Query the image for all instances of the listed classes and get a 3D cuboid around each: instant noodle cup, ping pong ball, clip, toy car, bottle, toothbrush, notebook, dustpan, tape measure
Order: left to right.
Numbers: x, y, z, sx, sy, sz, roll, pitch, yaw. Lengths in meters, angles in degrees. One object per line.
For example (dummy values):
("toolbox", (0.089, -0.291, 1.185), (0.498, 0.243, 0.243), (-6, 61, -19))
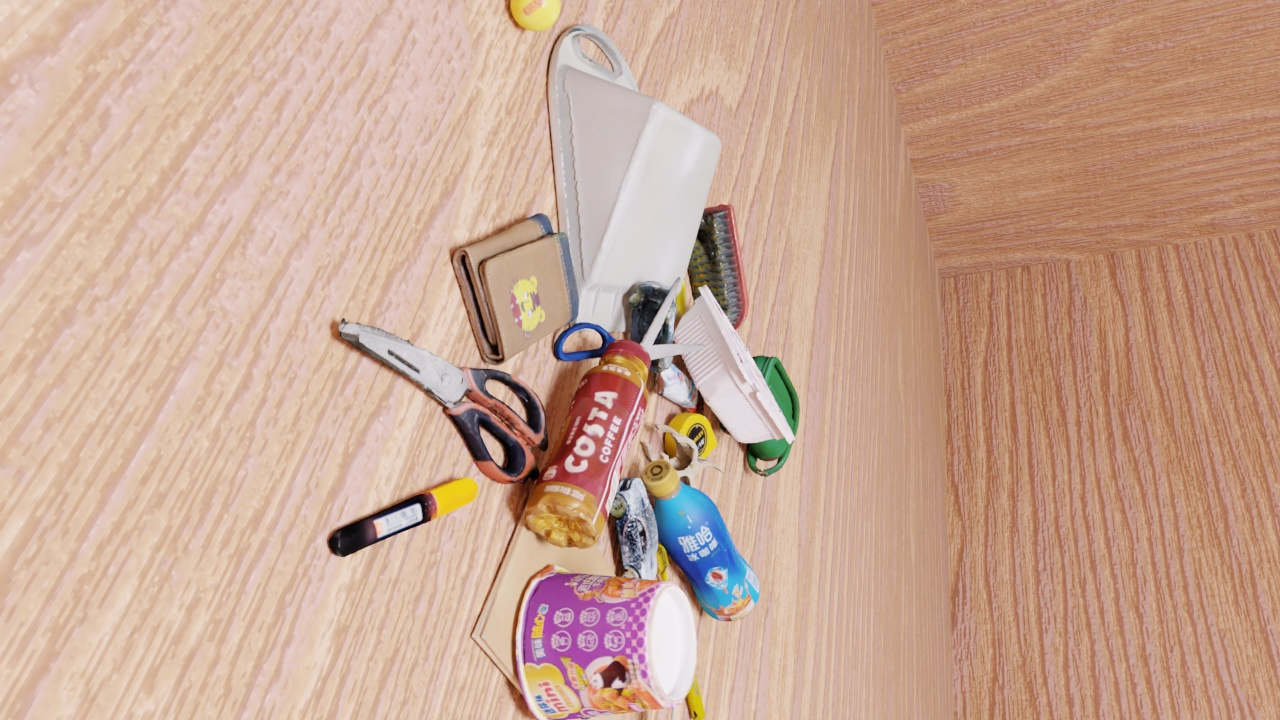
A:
("ping pong ball", (-0.085, -0.287, 0.741), (0.040, 0.040, 0.040), (-7, 90, -65))
("notebook", (-0.052, 0.207, 0.711), (0.149, 0.012, 0.211), (-72, 146, -45))
("bottle", (-0.033, 0.057, 0.702), (0.057, 0.058, 0.174), (62, 35, -37))
("dustpan", (-0.028, -0.172, 0.871), (0.222, 0.143, 0.258), (-3, 115, -65))
("instant noodle cup", (-0.020, 0.201, 0.650), (0.111, 0.099, 0.111), (29, 57, -59))
("toy car", (-0.002, 0.154, 0.803), (0.048, 0.031, 0.105), (-24, 106, -73))
("toy car", (0.013, -0.031, 0.853), (0.034, 0.043, 0.091), (-46, 145, -53))
("toothbrush", (0.034, 0.263, 0.878), (0.016, 0.016, 0.190), (-37, 117, -57))
("clip", (0.042, 0.100, 0.894), (0.076, 0.035, 0.100), (-54, 134, -8))
("tape measure", (0.047, 0.081, 0.937), (0.059, 0.029, 0.057), (-44, 125, -37))
("bottle", (0.055, 0.174, 0.889), (0.219, 0.065, 0.065), (60, 33, -39))
("instant noodle cup", (0.094, 0.017, 0.978), (0.173, 0.060, 0.138), (47, 16, -52))

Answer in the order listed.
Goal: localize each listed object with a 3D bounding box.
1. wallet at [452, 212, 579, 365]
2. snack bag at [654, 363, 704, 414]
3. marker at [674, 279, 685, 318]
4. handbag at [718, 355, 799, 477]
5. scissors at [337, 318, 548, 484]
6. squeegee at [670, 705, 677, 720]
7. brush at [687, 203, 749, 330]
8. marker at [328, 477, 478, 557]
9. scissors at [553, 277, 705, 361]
("wallet", (-0.089, -0.056, 0.682), (0.115, 0.033, 0.090), (-39, 119, -58))
("snack bag", (0.036, 0.026, 0.936), (0.105, 0.026, 0.045), (34, 54, -58))
("marker", (0.039, -0.103, 0.996), (0.018, 0.015, 0.124), (31, 52, -54))
("handbag", (0.140, 0.063, 1.115), (0.131, 0.068, 0.120), (57, 42, -45))
("scissors", (-0.123, 0.033, 0.599), (0.209, 0.015, 0.177), (-30, 112, -63))
("squeegee", (-0.021, 0.332, 0.684), (0.246, 0.039, 0.246), (14, 82, -58))
("brush", (0.093, -0.104, 1.051), (0.069, 0.063, 0.146), (-28, 110, -50))
("marker", (-0.139, 0.092, 0.550), (0.123, 0.015, 0.018), (-17, 98, -63))
("scissors", (-0.007, 0.002, 0.795), (0.175, 0.012, 0.162), (7, 95, -43))
